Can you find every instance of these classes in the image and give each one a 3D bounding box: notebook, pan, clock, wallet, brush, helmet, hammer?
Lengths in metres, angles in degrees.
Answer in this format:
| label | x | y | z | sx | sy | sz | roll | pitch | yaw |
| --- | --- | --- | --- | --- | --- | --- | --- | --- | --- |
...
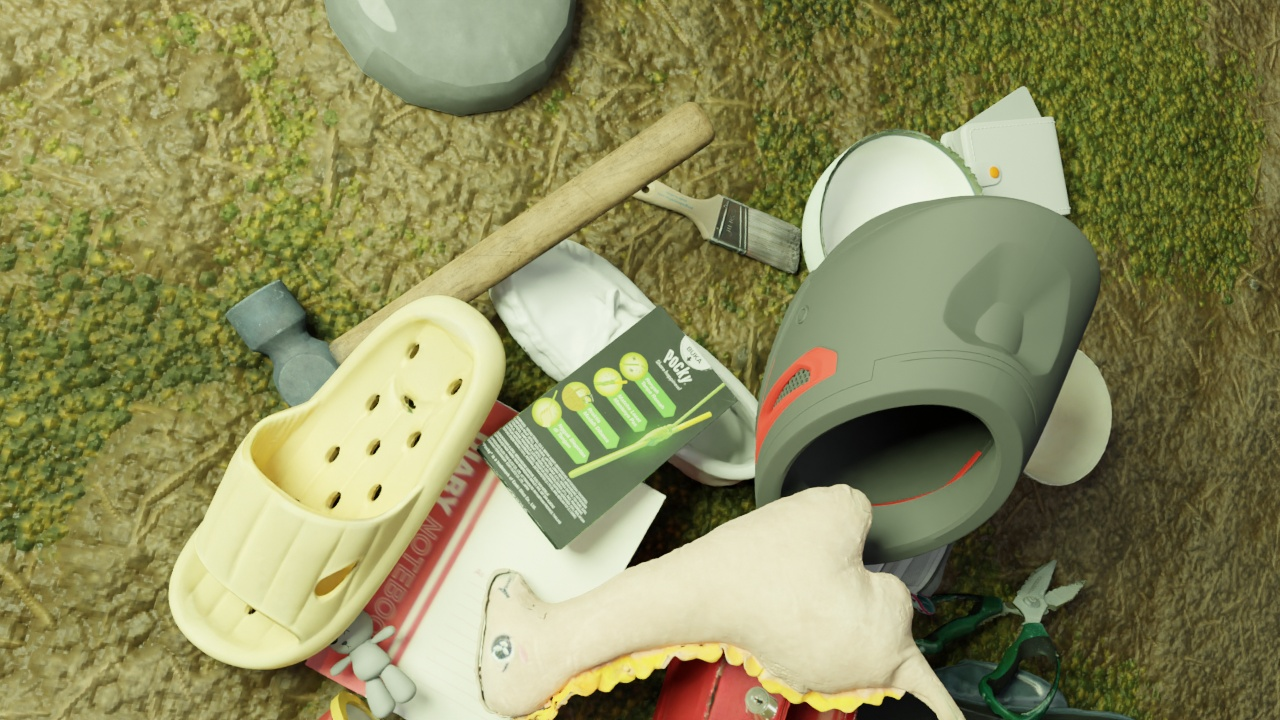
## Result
| label | x | y | z | sx | sy | sz | roll | pitch | yaw |
| --- | --- | --- | --- | --- | --- | --- | --- | --- | --- |
| notebook | -0.100 | 0.141 | 0.594 | 0.153 | 0.012 | 0.208 | 30 | 90 | -4 |
| pan | -0.130 | -0.350 | 0.629 | 0.178 | 0.041 | 0.357 | -2 | 88 | -20 |
| clock | -0.166 | 0.284 | 0.547 | 0.081 | 0.117 | 0.159 | -39 | 106 | -14 |
| wallet | 0.310 | -0.174 | 0.783 | 0.118 | 0.038 | 0.115 | -11 | 91 | -24 |
| brush | 0.059 | -0.108 | 0.701 | 0.151 | 0.012 | 0.039 | 18 | 81 | -17 |
| helmet | 0.169 | 0.000 | 0.584 | 0.164 | 0.266 | 0.169 | 24 | 45 | -11 |
| hammer | -0.090 | -0.065 | 0.585 | 0.322 | 0.040 | 0.129 | -34 | 101 | -1 |

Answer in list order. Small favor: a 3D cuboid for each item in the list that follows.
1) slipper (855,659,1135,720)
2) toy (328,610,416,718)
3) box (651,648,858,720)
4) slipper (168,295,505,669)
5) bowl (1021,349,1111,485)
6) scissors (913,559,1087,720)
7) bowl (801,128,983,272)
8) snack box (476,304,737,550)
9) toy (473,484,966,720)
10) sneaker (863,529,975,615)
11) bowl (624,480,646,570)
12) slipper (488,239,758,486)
| label | x | y | z | sx | sy | sz | roll | pitch | yaw |
| --- | --- | --- | --- | --- | --- | --- | --- | --- | --- |
| slipper | 0.261 | 0.286 | 0.725 | 0.265 | 0.083 | 0.109 | 6 | 114 | -2 |
| toy | -0.180 | 0.168 | 0.569 | 0.049 | 0.030 | 0.111 | -36 | 84 | 5 |
| box | 0.067 | 0.223 | 0.626 | 0.112 | 0.135 | 0.157 | 18 | 81 | -20 |
| slipper | -0.178 | 0.072 | 0.526 | 0.111 | 0.079 | 0.261 | 39 | 89 | 7 |
| bowl | 0.323 | 0.044 | 0.762 | 0.115 | 0.063 | 0.115 | 1 | 87 | -20 |
| scissors | 0.283 | 0.202 | 0.747 | 0.209 | 0.142 | 0.015 | -31 | 131 | -47 |
| bowl | 0.189 | -0.095 | 0.715 | 0.153 | 0.073 | 0.153 | 1 | 87 | -21 |
| snack box | -0.020 | 0.041 | 0.582 | 0.147 | 0.025 | 0.080 | -38 | 88 | -16 |
| toy | 0.031 | 0.173 | 0.537 | 0.264 | 0.065 | 0.196 | -27 | 69 | 5 |
| sneaker | 0.231 | 0.070 | 0.719 | 0.128 | 0.097 | 0.262 | 33 | 75 | -27 |
| bowl | -0.052 | 0.099 | 0.625 | 0.114 | 0.045 | 0.114 | 0 | 92 | -4 |
| slipper | -0.004 | 0.004 | 0.647 | 0.247 | 0.075 | 0.112 | 42 | 59 | -12 |
